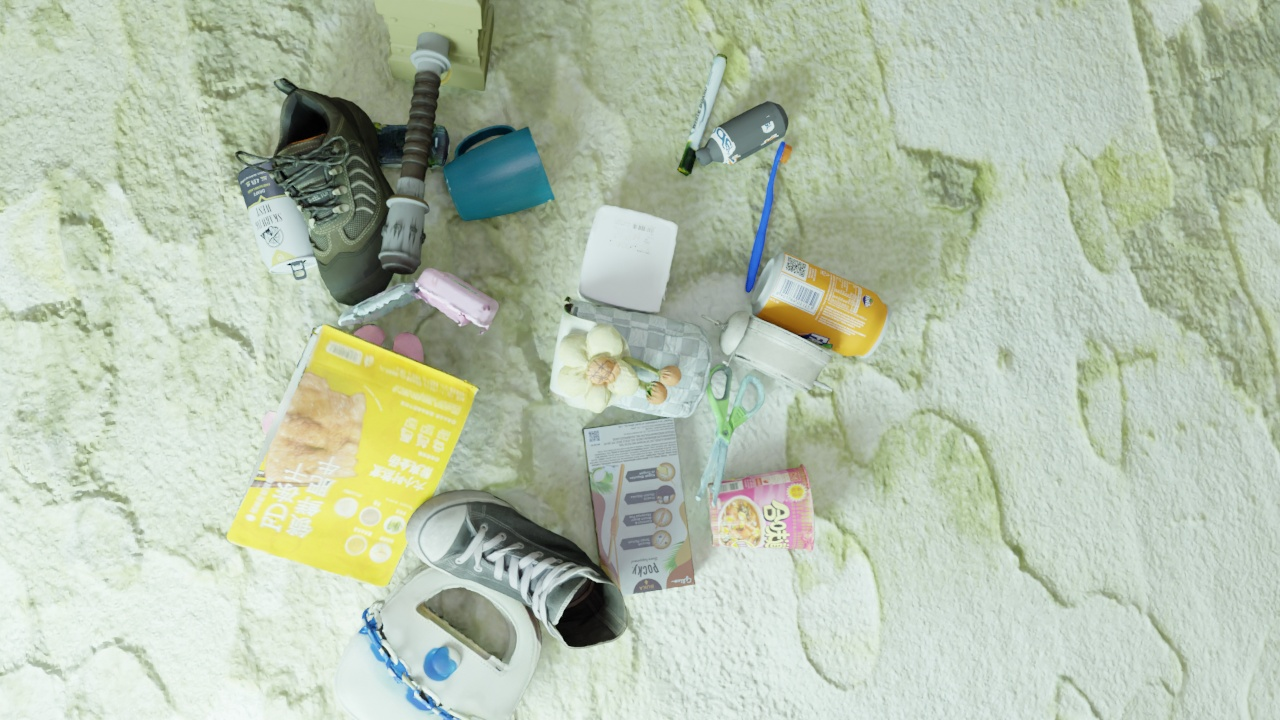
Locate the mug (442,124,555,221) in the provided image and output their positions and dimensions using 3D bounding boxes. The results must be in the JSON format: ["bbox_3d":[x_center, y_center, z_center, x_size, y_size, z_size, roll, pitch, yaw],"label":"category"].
[{"bbox_3d":[-0.160,-0.209,1.004,0.104,0.084,0.112,-21,62,-2],"label":"mug"}]

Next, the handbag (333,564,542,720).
[{"bbox_3d":[-0.205,0.315,0.968,0.200,0.093,0.199,35,77,-4],"label":"handbag"}]

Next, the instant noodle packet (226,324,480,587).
[{"bbox_3d":[-0.278,0.094,0.889,0.163,0.084,0.221,25,84,-26],"label":"instant noodle packet"}]

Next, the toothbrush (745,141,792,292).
[{"bbox_3d":[0.148,-0.166,1.063,0.018,0.016,0.182,14,86,-11],"label":"toothbrush"}]

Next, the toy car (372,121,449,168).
[{"bbox_3d":[-0.261,-0.235,1.009,0.105,0.033,0.048,2,85,5],"label":"toy car"}]

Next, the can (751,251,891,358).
[{"bbox_3d":[0.201,-0.061,1.032,0.142,0.079,0.079,23,85,-5],"label":"can"}]

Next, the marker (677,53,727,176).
[{"bbox_3d":[0.072,-0.284,1.059,0.017,0.017,0.146,19,85,-6],"label":"marker"}]

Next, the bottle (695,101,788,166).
[{"bbox_3d":[0.115,-0.255,1.047,0.112,0.047,0.047,-30,91,-7],"label":"bottle"}]

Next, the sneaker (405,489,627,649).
[{"bbox_3d":[-0.121,0.210,0.920,0.234,0.120,0.095,38,83,-29],"label":"sneaker"}]

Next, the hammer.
[{"bbox_3d":[-0.217,-0.244,0.910,0.100,0.190,0.324,7,77,-7],"label":"hammer"}]

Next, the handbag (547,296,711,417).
[{"bbox_3d":[-0.006,0.006,0.980,0.171,0.123,0.113,9,106,-9],"label":"handbag"}]

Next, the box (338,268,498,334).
[{"bbox_3d":[-0.214,-0.063,0.922,0.150,0.201,0.073,4,93,-7],"label":"box"}]

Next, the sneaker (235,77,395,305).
[{"bbox_3d":[-0.316,-0.180,0.916,0.101,0.143,0.237,-20,74,14],"label":"sneaker"}]

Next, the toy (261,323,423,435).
[{"bbox_3d":[-0.300,0.077,0.965,0.190,0.088,0.238,19,79,-13],"label":"toy"}]

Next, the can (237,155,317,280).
[{"bbox_3d":[-0.379,-0.148,0.976,0.064,0.064,0.127,-17,90,-7],"label":"can"}]

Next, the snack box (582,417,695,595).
[{"bbox_3d":[-0.003,0.162,1.023,0.101,0.032,0.186,-7,88,-7],"label":"snack box"}]

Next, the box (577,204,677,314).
[{"bbox_3d":[-0.014,-0.110,1.032,0.102,0.076,0.107,13,88,-8],"label":"box"}]

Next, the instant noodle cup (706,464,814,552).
[{"bbox_3d":[0.130,0.166,1.013,0.108,0.097,0.097,-4,88,1],"label":"instant noodle cup"}]

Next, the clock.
[{"bbox_3d":[0.134,-0.011,1.011,0.157,0.103,0.061,26,91,-10],"label":"clock"}]

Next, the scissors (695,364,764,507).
[{"bbox_3d":[0.085,0.080,1.014,0.078,0.033,0.175,28,56,-9],"label":"scissors"}]
